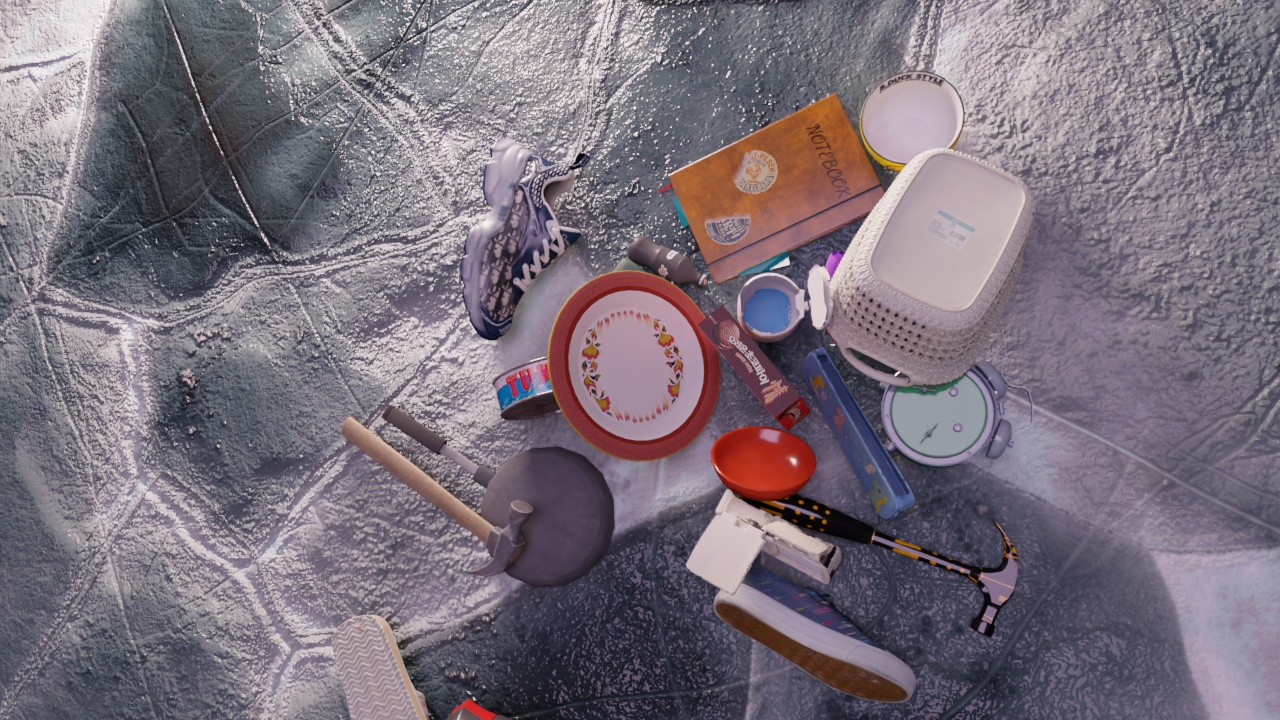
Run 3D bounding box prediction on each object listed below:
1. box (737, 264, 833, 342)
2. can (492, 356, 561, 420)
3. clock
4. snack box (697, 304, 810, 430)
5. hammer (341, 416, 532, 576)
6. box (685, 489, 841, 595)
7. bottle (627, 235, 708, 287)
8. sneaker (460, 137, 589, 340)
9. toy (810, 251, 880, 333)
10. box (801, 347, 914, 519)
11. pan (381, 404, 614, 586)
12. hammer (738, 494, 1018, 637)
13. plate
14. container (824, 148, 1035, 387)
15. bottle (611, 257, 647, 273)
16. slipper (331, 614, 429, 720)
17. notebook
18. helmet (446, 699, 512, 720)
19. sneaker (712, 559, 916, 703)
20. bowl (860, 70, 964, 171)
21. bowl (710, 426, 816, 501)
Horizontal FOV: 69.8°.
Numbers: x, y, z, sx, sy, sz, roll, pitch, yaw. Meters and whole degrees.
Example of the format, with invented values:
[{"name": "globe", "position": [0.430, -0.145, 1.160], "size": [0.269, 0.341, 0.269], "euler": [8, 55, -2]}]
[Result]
[{"name": "box", "position": [0.166, -0.066, 1.059], "size": [0.112, 0.162, 0.084], "euler": [2, 88, 9]}, {"name": "can", "position": [-0.114, 0.033, 1.130], "size": [0.130, 0.130, 0.044], "euler": [-19, 77, 11]}, {"name": "clock", "position": [0.354, 0.058, 1.031], "size": [0.162, 0.075, 0.121], "euler": [-6, 79, 14]}, {"name": "snack box", "position": [0.134, 0.012, 1.056], "size": [0.036, 0.152, 0.132], "euler": [-40, 74, 5]}, {"name": "hammer", "position": [-0.278, 0.162, 1.178], "size": [0.331, 0.030, 0.119], "euler": [29, 109, 26]}, {"name": "box", "position": [0.135, 0.211, 1.009], "size": [0.145, 0.185, 0.095], "euler": [25, 94, 24]}, {"name": "bottle", "position": [0.035, -0.123, 1.165], "size": [0.110, 0.036, 0.036], "euler": [28, 89, 17]}, {"name": "sneaker", "position": [-0.145, -0.154, 1.193], "size": [0.132, 0.103, 0.269], "euler": [9, 80, 9]}, {"name": "toy", "position": [0.242, -0.075, 1.093], "size": [0.106, 0.056, 0.088], "euler": [17, 79, -18]}, {"name": "box", "position": [0.240, 0.083, 1.049], "size": [0.049, 0.066, 0.209], "euler": [-29, 67, 3]}, {"name": "pan", "position": [-0.197, 0.153, 1.179], "size": [0.357, 0.041, 0.178], "euler": [30, 90, 17]}, {"name": "hammer", "position": [0.267, 0.199, 1.055], "size": [0.321, 0.036, 0.123], "euler": [19, 84, 15]}, {"name": "plate", "position": [-0.006, 0.006, 1.100], "size": [0.229, 0.021, 0.229], "euler": [5, 79, -26]}, {"name": "container", "position": [0.317, -0.106, 0.998], "size": [0.184, 0.143, 0.245], "euler": [27, 71, 14]}, {"name": "bottle", "position": [-0.034, -0.059, 1.160], "size": [0.061, 0.061, 0.131], "euler": [39, 92, 15]}, {"name": "slipper", "position": [-0.319, 0.450, 1.158], "size": [0.115, 0.052, 0.263], "euler": [-22, 80, 12]}, {"name": "notebook", "position": [0.166, -0.205, 1.156], "size": [0.249, 0.014, 0.178], "euler": [-24, 76, 10]}, {"name": "helmet", "position": [-0.155, 0.536, 1.042], "size": [0.170, 0.164, 0.264], "euler": [8, 73, 4]}, {"name": "sneaker", "position": [0.202, 0.304, 1.042], "size": [0.235, 0.088, 0.079], "euler": [25, 54, 15]}, {"name": "bowl", "position": [0.324, -0.278, 1.098], "size": [0.117, 0.067, 0.117], "euler": [-2, 81, 15]}, {"name": "bowl", "position": [0.142, 0.126, 1.071], "size": [0.122, 0.121, 0.035], "euler": [11, 123, 16]}]
